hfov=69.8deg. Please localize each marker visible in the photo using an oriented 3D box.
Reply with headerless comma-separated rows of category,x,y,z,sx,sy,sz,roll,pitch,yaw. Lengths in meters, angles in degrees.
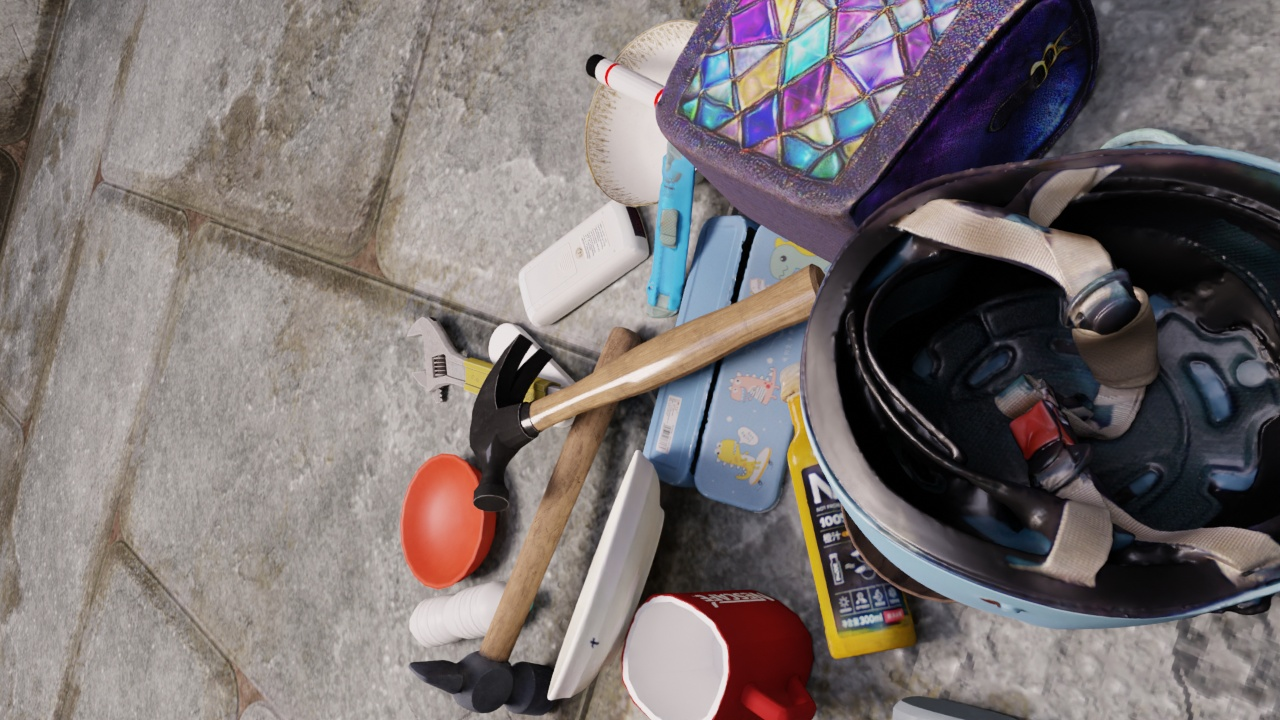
marker,0.007,-0.200,0.687,0.145,0.019,0.019,40,107,40

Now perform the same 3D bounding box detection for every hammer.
hammer,-0.004,0.004,0.668,0.306,0.040,0.132,-25,48,28
hammer,-0.071,0.123,0.730,0.040,0.129,0.321,17,82,48

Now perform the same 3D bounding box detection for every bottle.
bottle,0.127,0.090,0.585,0.053,0.053,0.186,-24,66,35
bottle,-0.147,0.221,0.805,0.137,0.044,0.044,-23,67,36
bottle,0.173,0.278,0.511,0.072,0.046,0.161,0,81,41

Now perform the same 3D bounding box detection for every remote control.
remote control,-0.096,0.012,0.825,0.136,0.013,0.043,43,109,38
remote control,-0.052,-0.084,0.798,0.139,0.025,0.060,-32,62,30

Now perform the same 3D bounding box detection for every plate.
plate,-0.018,0.155,0.652,0.034,0.182,0.182,20,96,0

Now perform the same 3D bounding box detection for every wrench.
wrench,-0.146,0.013,0.848,0.274,0.018,0.083,12,102,47

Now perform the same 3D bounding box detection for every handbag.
handbag,0.146,-0.180,0.573,0.205,0.125,0.222,38,94,39

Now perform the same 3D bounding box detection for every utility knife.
utility knife,0.023,-0.107,0.677,0.031,0.015,0.198,13,130,11

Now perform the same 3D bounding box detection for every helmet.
helmet,0.215,0.015,0.440,0.266,0.167,0.225,-12,66,12

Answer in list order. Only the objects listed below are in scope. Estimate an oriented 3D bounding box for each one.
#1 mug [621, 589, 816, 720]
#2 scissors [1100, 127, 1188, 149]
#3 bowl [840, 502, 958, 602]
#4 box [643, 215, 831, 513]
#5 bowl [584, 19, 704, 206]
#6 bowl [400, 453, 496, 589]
mug,0.062,0.199,0.590,0.116,0.096,0.080,23,96,42
scissors,0.321,-0.080,0.480,0.174,0.033,0.065,26,94,45
bowl,0.180,0.083,0.539,0.119,0.032,0.119,-7,67,16
box,0.067,-0.003,0.669,0.127,0.039,0.209,14,91,41
bowl,0.029,-0.185,0.722,0.145,0.063,0.145,-10,75,40
bowl,-0.172,0.148,0.848,0.122,0.035,0.122,-10,75,40
